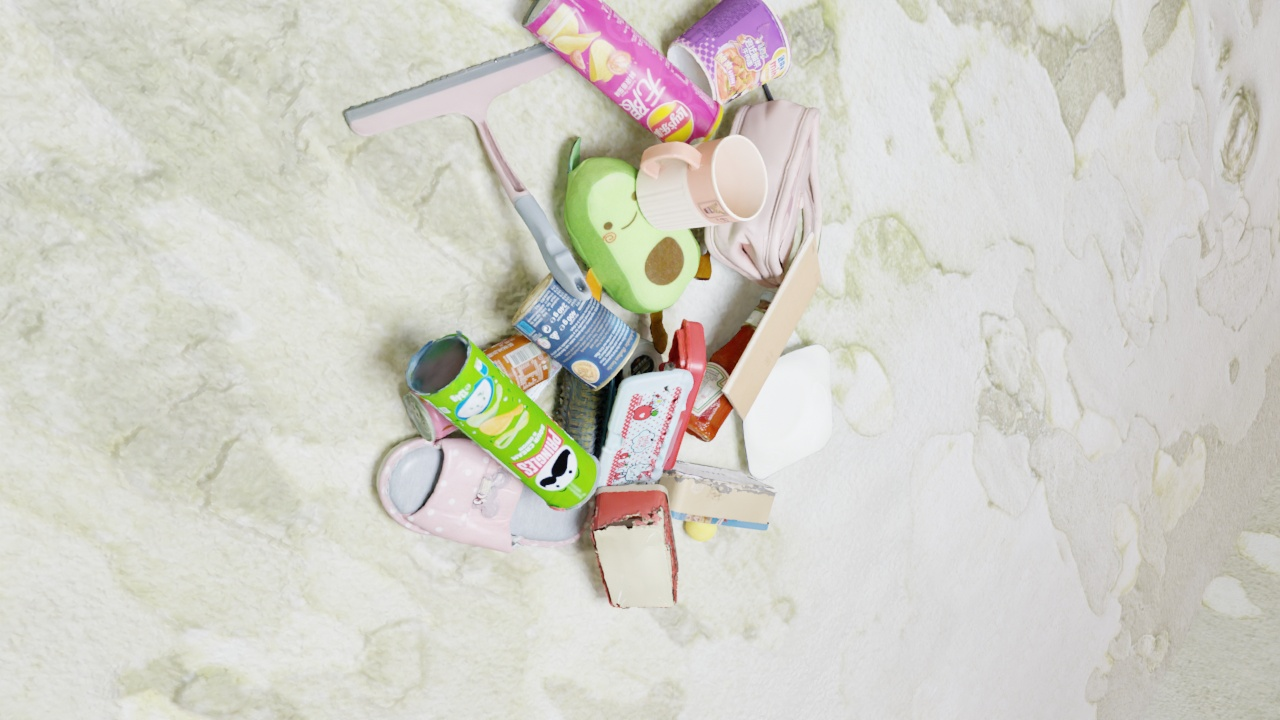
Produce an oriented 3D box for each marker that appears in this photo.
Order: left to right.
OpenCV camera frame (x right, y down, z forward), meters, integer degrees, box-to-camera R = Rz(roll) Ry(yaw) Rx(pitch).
[{"bbox_3d":[-0.113,0.030,1.000,0.145,0.017,0.017,-52,128,-13],"label":"marker"}]

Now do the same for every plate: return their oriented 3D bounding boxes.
[{"bbox_3d":[0.191,0.065,1.232,0.164,0.034,0.164,-21,116,-31],"label":"plate"}]

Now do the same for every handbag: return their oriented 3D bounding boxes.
[{"bbox_3d":[0.171,-0.175,1.102,0.234,0.093,0.193,41,63,-58],"label":"handbag"}]

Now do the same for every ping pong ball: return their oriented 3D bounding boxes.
[{"bbox_3d":[0.079,0.214,1.189,0.040,0.040,0.040,-12,111,-34],"label":"ping pong ball"}]

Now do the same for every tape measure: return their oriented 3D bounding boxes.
[{"bbox_3d":[-0.006,0.006,1.064,0.065,0.034,0.066,-30,122,-29],"label":"tape measure"}]

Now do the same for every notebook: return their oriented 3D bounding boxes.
[{"bbox_3d":[0.163,-0.036,1.105,0.211,0.012,0.149,-60,160,-7],"label":"notebook"}]

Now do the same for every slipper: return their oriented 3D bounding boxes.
[{"bbox_3d":[-0.153,0.150,0.983,0.274,0.054,0.114,24,89,-40],"label":"slipper"}]

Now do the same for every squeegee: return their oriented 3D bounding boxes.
[{"bbox_3d":[-0.116,-0.164,0.886,0.247,0.040,0.249,-29,90,-28],"label":"squeegee"}]

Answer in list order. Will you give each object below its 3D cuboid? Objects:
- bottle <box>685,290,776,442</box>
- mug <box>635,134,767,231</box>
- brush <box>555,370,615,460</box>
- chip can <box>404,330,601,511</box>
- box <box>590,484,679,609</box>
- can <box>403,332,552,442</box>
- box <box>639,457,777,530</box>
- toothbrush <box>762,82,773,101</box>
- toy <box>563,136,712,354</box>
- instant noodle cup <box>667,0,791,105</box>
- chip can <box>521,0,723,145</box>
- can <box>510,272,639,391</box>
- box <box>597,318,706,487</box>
[{"bbox_3d":[0.117,0.004,1.143,0.060,0.060,0.206,41,77,-38],"label":"bottle"},{"bbox_3d":[0.049,-0.178,0.903,0.114,0.106,0.081,23,72,-43],"label":"mug"},{"bbox_3d":[-0.057,0.055,1.029,0.073,0.055,0.144,-14,116,-61],"label":"brush"},{"bbox_3d":[-0.127,0.065,0.893,0.072,0.072,0.236,-53,135,-13],"label":"chip can"},{"bbox_3d":[-0.002,0.225,1.060,0.091,0.076,0.168,-3,133,7],"label":"box"},{"bbox_3d":[-0.163,0.024,0.933,0.147,0.058,0.058,-30,120,-27],"label":"can"},{"bbox_3d":[0.089,0.168,1.151,0.184,0.090,0.060,17,93,-35],"label":"box"},{"bbox_3d":[0.169,-0.297,1.116,0.015,0.018,0.181,-46,128,-21],"label":"toothbrush"},{"bbox_3d":[-0.001,-0.126,0.991,0.246,0.090,0.226,45,73,-39],"label":"toy"},{"bbox_3d":[0.091,-0.329,0.992,0.099,0.111,0.111,-38,124,-13],"label":"instant noodle cup"},{"bbox_3d":[-0.015,-0.292,0.916,0.210,0.071,0.071,34,82,-27],"label":"chip can"},{"bbox_3d":[-0.067,-0.032,0.925,0.111,0.075,0.075,39,78,-14],"label":"can"},{"bbox_3d":[0.007,0.054,1.012,0.098,0.118,0.202,6,139,-7],"label":"box"}]
